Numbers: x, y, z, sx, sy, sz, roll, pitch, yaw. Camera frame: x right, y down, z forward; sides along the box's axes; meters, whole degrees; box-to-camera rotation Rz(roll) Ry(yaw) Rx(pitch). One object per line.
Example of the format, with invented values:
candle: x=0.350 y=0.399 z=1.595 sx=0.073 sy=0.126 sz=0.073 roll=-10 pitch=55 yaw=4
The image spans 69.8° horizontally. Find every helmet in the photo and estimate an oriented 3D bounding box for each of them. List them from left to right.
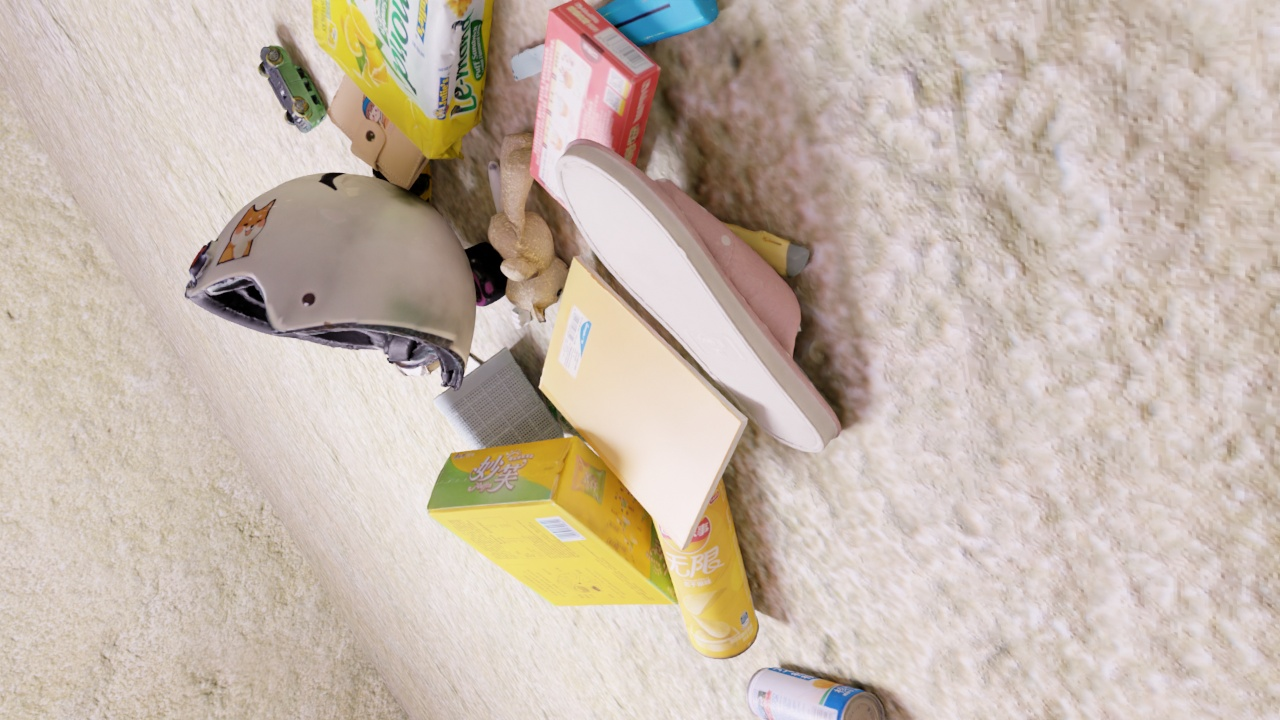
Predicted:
helmet: x=-0.258 y=-0.083 z=0.811 sx=0.274 sy=0.156 sz=0.229 roll=12 pitch=172 yaw=44

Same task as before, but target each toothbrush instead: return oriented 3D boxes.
toothbrush: x=-0.120 y=-0.100 z=0.828 sx=0.016 sy=0.016 sz=0.180 roll=26 pitch=141 yaw=28

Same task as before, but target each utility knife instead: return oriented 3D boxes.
utility knife: x=-0.030 y=-0.208 z=0.592 sx=0.219 sy=0.018 sz=0.034 roll=5 pitch=126 yaw=53
utility knife: x=0.024 y=-0.097 z=0.632 sx=0.216 sy=0.022 sz=0.031 roll=22 pitch=136 yaw=31

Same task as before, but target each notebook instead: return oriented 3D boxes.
notebook: x=-0.009 y=0.033 z=0.729 sx=0.206 sy=0.010 sz=0.146 roll=45 pitch=134 yaw=30

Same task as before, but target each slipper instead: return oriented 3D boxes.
slipper: x=0.049 y=-0.043 z=0.607 sx=0.274 sy=0.054 sz=0.114 roll=48 pitch=160 yaw=-21

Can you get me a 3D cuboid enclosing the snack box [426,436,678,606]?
snack box: x=-0.072 y=0.159 z=0.867 sx=0.158 sy=0.069 sz=0.210 roll=-11 pitch=139 yaw=33

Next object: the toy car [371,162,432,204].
toy car: x=-0.233 y=-0.155 z=0.898 sx=0.071 sy=0.041 sz=0.156 roll=40 pitch=142 yaw=20

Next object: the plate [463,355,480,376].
plate: x=-0.163 y=0.083 z=1.063 sx=0.164 sy=0.034 sz=0.164 roll=35 pitch=145 yaw=29

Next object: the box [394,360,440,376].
box: x=-0.274 y=-0.071 z=1.029 sx=0.090 sy=0.061 sz=0.184 roll=1 pitch=121 yaw=53

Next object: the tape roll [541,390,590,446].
tape roll: x=-0.065 y=0.047 z=0.910 sx=0.086 sy=0.013 sz=0.086 roll=34 pitch=145 yaw=28

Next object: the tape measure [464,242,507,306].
tape measure: x=-0.153 y=-0.080 z=0.870 sx=0.057 sy=0.039 sz=0.058 roll=-3 pitch=120 yaw=55

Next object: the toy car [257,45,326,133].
toy car: x=-0.359 y=-0.280 z=0.944 sx=0.043 sy=0.036 sz=0.091 roll=-2 pitch=122 yaw=56

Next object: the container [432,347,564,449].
container: x=-0.141 y=0.060 z=0.936 sx=0.111 sy=0.090 sz=0.090 roll=53 pitch=168 yaw=-1

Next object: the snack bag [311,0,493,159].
snack bag: x=-0.169 y=-0.277 z=0.658 sx=0.158 sy=0.068 sz=0.247 roll=46 pitch=149 yaw=12

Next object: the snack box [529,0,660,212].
snack box: x=-0.035 y=-0.156 z=0.612 sx=0.075 sy=0.025 sz=0.153 roll=45 pitch=152 yaw=14

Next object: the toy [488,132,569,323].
toy: x=-0.092 y=-0.108 z=0.748 sx=0.105 sy=0.066 sz=0.157 roll=-111 pitch=15 yaw=-49

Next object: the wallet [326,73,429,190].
wallet: x=-0.231 y=-0.213 z=0.822 sx=0.115 sy=0.024 sz=0.087 roll=43 pitch=118 yaw=13

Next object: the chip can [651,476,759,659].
chip can: x=0.056 y=0.173 z=0.822 sx=0.072 sy=0.071 sz=0.213 roll=20 pitch=138 yaw=43

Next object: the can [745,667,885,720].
can: x=0.159 y=0.323 z=0.854 sx=0.135 sy=0.053 sz=0.053 roll=-10 pitch=113 yaw=57
